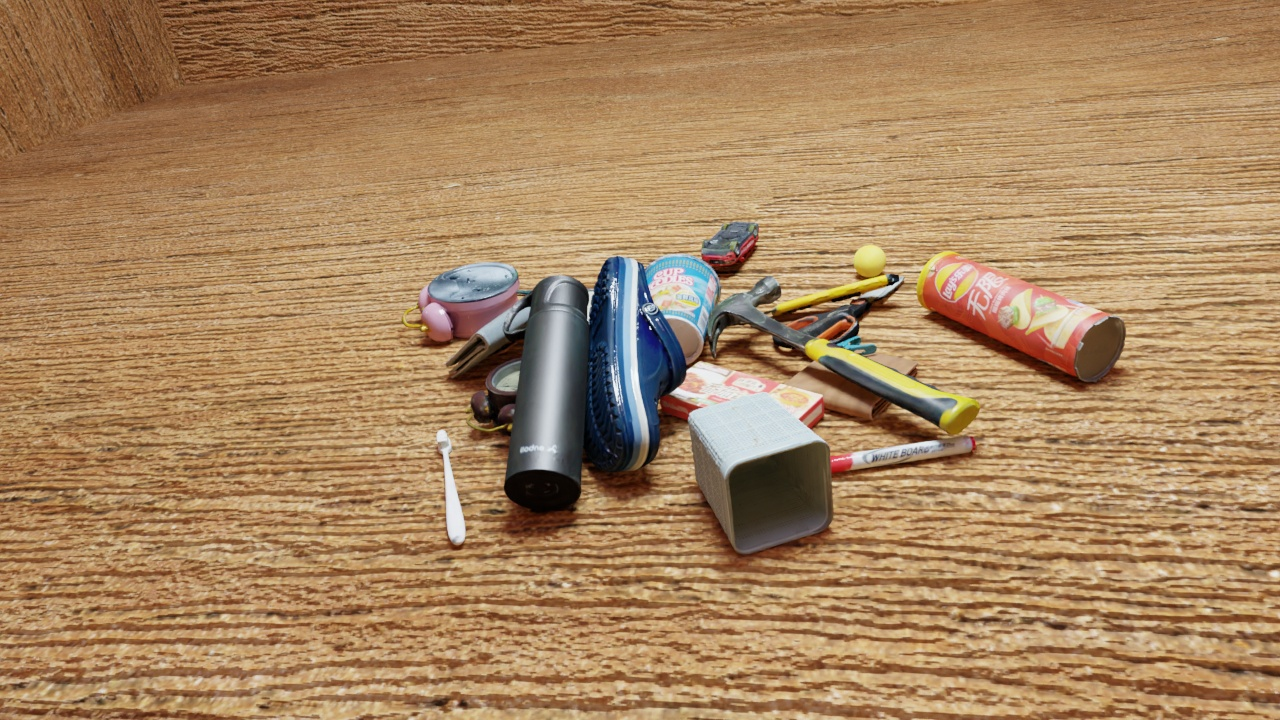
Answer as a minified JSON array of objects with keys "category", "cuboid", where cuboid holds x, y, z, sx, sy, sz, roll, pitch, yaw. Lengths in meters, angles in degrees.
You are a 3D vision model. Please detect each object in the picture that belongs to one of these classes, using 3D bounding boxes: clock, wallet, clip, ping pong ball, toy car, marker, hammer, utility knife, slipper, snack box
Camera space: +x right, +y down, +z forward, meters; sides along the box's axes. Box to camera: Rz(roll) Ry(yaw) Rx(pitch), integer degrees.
[{"category":"clock","cuboid":[-0.127,0.043,0.951,0.082,0.055,0.121,17,39,37]},{"category":"wallet","cuboid":[-0.161,-0.031,1.076,0.107,0.037,0.129,-34,5,47]},{"category":"clip","cuboid":[0.220,-0.011,0.971,0.055,0.013,0.034,-12,23,-17]},{"category":"ping pong ball","cuboid":[0.288,-0.125,1.153,0.040,0.040,0.040,-6,29,3]},{"category":"toy car","cuboid":[0.124,-0.155,1.246,0.053,0.045,0.120,6,27,29]},{"category":"wallet","cuboid":[0.216,0.019,0.941,0.101,0.020,0.115,15,34,37]},{"category":"marker","cuboid":[0.227,0.085,0.822,0.145,0.017,0.017,-9,29,0]},{"category":"hammer","cuboid":[0.188,-0.003,0.922,0.126,0.032,0.323,-31,37,-23]},{"category":"clock","cuboid":[-0.229,-0.073,1.181,0.158,0.060,0.117,-13,30,-12]},{"category":"utility knife","cuboid":[0.218,-0.073,1.082,0.177,0.015,0.033,-15,-10,11]},{"category":"slipper","cuboid":[-0.005,0.005,0.912,0.095,0.105,0.252,8,51,-14]},{"category":"snack box","cuboid":[0.100,0.043,0.920,0.153,0.025,0.075,17,38,38]}]

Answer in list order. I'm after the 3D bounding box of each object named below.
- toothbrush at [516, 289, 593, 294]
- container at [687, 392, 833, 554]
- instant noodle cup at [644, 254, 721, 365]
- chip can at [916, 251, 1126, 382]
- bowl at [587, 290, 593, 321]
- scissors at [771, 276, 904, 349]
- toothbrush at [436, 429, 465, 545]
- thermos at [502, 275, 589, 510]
[{"category":"toothbrush","cuboid":[-0.118,-0.094,1.230,0.192,0.018,0.016,4,31,22]},{"category":"container","cuboid":[0.097,0.089,0.779,0.090,0.090,0.111,-14,27,-11]},{"category":"instant noodle cup","cuboid":[0.041,-0.051,1.045,0.099,0.099,0.109,-3,37,10]},{"category":"chip can","cuboid":[0.393,-0.051,0.964,0.073,0.073,0.216,-21,32,-22]},{"category":"bowl","cuboid":[-0.058,-0.027,1.045,0.116,0.066,0.116,-7,29,4]},{"category":"scissors","cuboid":[0.234,-0.063,1.078,0.140,0.022,0.234,-2,23,25]},{"category":"toothbrush","cuboid":[-0.182,0.117,0.873,0.016,0.016,0.180,-16,30,-8]},{"category":"thermos","cuboid":[-0.095,0.026,0.885,0.090,0.068,0.242,-11,48,12]}]
